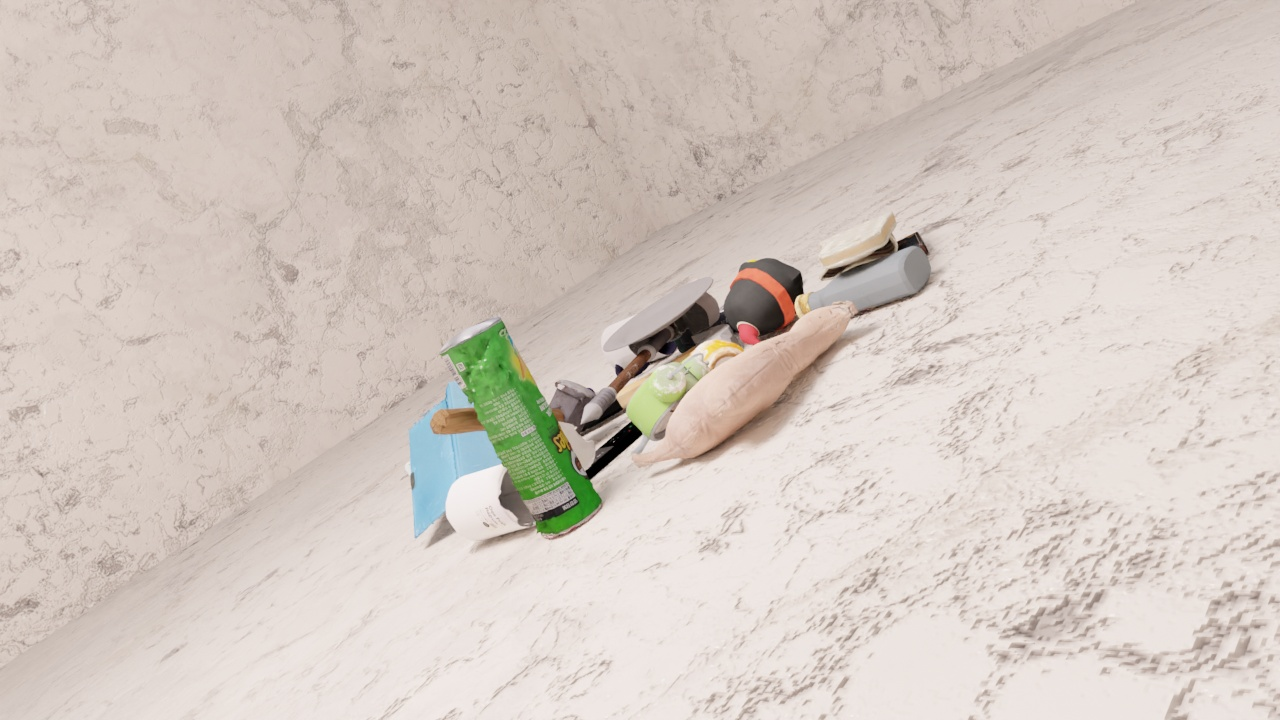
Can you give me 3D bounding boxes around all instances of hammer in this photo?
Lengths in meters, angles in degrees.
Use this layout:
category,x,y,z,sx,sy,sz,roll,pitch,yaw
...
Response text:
category,x,y,z,sx,sy,sz,roll,pitch,yaw
hammer,-0.141,0.067,1.049,0.098,0.052,0.328,-65,-20,5
hammer,-0.006,0.006,1.202,0.156,0.043,0.321,-26,12,33
hammer,-0.015,0.046,1.249,0.328,0.039,0.131,-29,9,8

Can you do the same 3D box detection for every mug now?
category,x,y,z,sx,sy,sz,roll,pitch,yaw
mug,-0.005,-0.019,1.448,0.097,0.078,0.111,-21,42,41

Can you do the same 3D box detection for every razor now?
category,x,y,z,sx,sy,sz,roll,pitch,yaw
razor,0.114,-0.051,1.340,0.143,0.047,0.052,-21,-10,31

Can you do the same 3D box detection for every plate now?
category,x,y,z,sx,sy,sz,roll,pitch,yaw
plate,0.026,-0.060,1.259,0.178,0.012,0.178,-32,12,8

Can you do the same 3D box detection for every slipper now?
category,x,y,z,sx,sy,sz,roll,pitch,yaw
slipper,0.273,-0.139,1.158,0.115,0.052,0.262,-24,5,19

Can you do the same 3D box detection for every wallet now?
category,x,y,z,sx,sy,sz,roll,pitch,yaw
wallet,0.312,-0.126,1.199,0.123,0.019,0.072,-27,12,18

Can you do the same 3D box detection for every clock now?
category,x,y,z,sx,sy,sz,roll,pitch,yaw
clock,0.030,0.038,0.962,0.094,0.042,0.120,-18,-33,-56

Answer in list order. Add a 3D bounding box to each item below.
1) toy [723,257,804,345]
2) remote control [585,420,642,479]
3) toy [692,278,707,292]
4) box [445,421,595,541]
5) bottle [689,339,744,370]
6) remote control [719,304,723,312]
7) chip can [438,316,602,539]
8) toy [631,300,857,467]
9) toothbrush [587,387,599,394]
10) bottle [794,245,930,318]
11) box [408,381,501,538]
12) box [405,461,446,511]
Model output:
category,x,y,z,sx,sy,sz,roll,pitch,yaw
toy,0.155,-0.075,1.193,0.119,0.097,0.100,-44,9,-22
remote control,-0.032,0.102,1.090,0.149,0.013,0.035,-38,13,-37
toy,0.083,-0.069,1.415,0.050,0.102,0.093,13,63,26
box,-0.133,0.134,1.011,0.160,0.084,0.118,-20,22,40
bottle,0.087,0.007,1.075,0.063,0.063,0.108,-32,12,-8
remote control,0.178,-0.095,1.403,0.139,0.025,0.060,-24,12,29
chip can,-0.121,0.066,0.924,0.075,0.223,0.075,-27,9,4
toy,0.116,0.018,0.962,0.197,0.065,0.263,-34,0,39
toothbrush,-0.073,0.046,1.299,0.016,0.015,0.186,-38,-12,6
bottle,0.256,-0.083,1.082,0.162,0.046,0.072,-20,15,44
box,-0.239,0.112,1.217,0.173,0.066,0.231,-24,36,-1
box,-0.229,0.144,1.326,0.198,0.085,0.096,-31,-17,-14
